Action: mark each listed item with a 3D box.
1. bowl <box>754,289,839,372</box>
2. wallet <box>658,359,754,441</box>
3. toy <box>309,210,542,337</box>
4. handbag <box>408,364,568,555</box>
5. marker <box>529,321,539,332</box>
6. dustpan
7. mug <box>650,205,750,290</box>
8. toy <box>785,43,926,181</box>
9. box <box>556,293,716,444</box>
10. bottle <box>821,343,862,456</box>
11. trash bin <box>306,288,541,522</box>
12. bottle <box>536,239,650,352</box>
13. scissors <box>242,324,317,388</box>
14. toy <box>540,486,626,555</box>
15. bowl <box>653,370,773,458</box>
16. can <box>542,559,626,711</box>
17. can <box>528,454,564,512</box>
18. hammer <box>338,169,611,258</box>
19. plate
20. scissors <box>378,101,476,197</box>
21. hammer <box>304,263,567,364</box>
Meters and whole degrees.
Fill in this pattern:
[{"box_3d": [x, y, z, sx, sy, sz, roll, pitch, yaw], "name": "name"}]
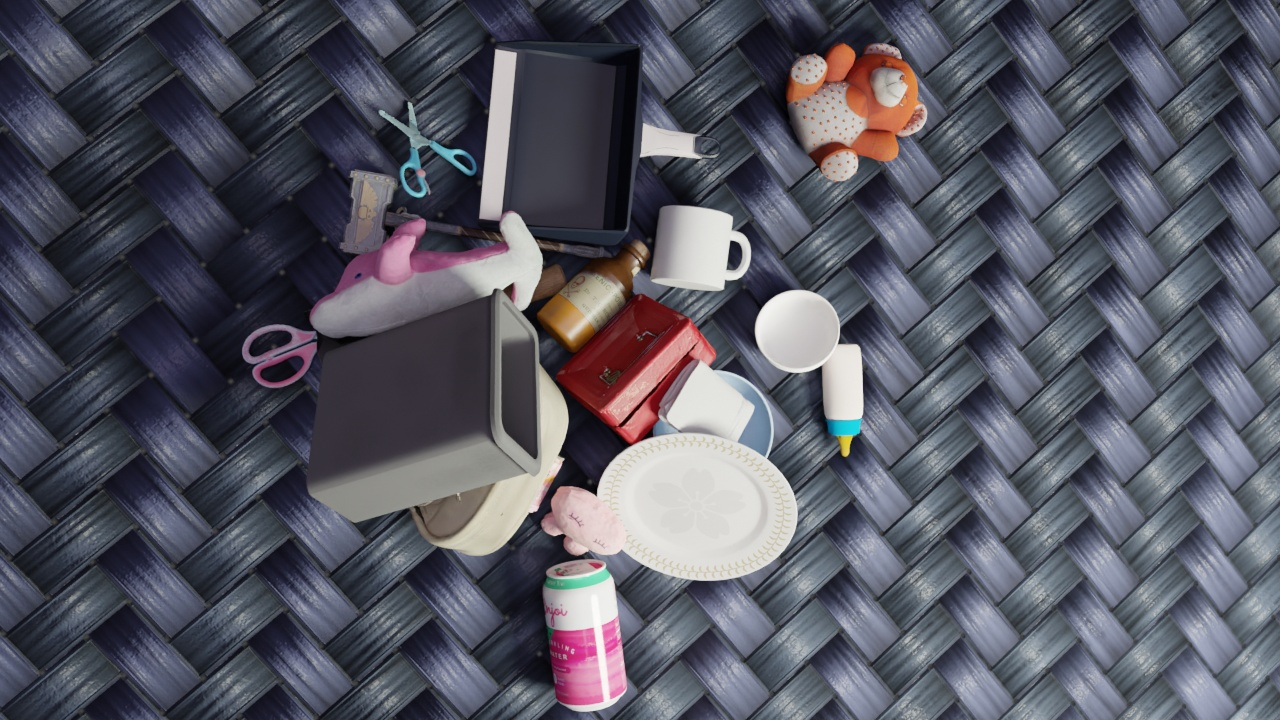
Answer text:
[{"box_3d": [0.200, -0.034, 1.170, 0.105, 0.054, 0.104, -2, 81, 9], "name": "bowl"}, {"box_3d": [0.077, 0.058, 1.080, 0.116, 0.032, 0.086, 42, 80, -32], "name": "wallet"}, {"box_3d": [-0.247, -0.102, 1.045, 0.265, 0.187, 0.127, -16, 54, -11], "name": "toy"}, {"box_3d": [-0.192, 0.090, 1.049, 0.229, 0.132, 0.184, -47, 60, 0], "name": "handbag"}, {"box_3d": [-0.168, 0.018, 1.135, 0.019, 0.019, 0.145, 29, 86, -9], "name": "marker"}, {"box_3d": [-0.045, -0.264, 1.104, 0.273, 0.080, 0.236, 6, 84, -14], "name": "dustpan"}, {"box_3d": [0.078, -0.136, 1.137, 0.121, 0.091, 0.090, 8, 90, -9], "name": "mug"}, {"box_3d": [0.279, -0.327, 1.168, 0.172, 0.093, 0.164, -26, 94, -10], "name": "toy"}, {"box_3d": [-0.008, 0.005, 1.096, 0.158, 0.129, 0.087, -47, 125, -7], "name": "box"}, {"box_3d": [0.263, 0.052, 1.193, 0.051, 0.051, 0.146, -3, 92, -10], "name": "bottle"}, {"box_3d": [-0.224, 0.050, 0.966, 0.220, 0.097, 0.191, -17, 53, 15], "name": "trash bin"}, {"box_3d": [-0.050, -0.086, 1.122, 0.068, 0.068, 0.156, 46, 79, -8], "name": "bottle"}, {"box_3d": [-0.387, -0.028, 1.100, 0.174, 0.017, 0.076, -25, 96, -8], "name": "scissors"}, {"box_3d": [-0.073, 0.201, 1.121, 0.108, 0.105, 0.053, 40, 48, -12], "name": "toy"}, {"box_3d": [0.084, 0.085, 1.151, 0.150, 0.075, 0.150, 0, 91, -9], "name": "bowl"}, {"box_3d": [-0.069, 0.335, 1.123, 0.088, 0.088, 0.166, -7, 92, -10], "name": "can"}, {"box_3d": [-0.139, 0.138, 1.118, 0.067, 0.067, 0.076, 29, 85, -9], "name": "can"}, {"box_3d": [-0.194, -0.154, 1.119, 0.322, 0.044, 0.098, 8, 90, -12], "name": "hammer"}, {"box_3d": [0.068, 0.178, 1.115, 0.242, 0.016, 0.243, 5, 126, 7], "name": "plate"}, {"box_3d": [-0.251, -0.253, 1.104, 0.125, 0.015, 0.136, -1, 72, -32], "name": "scissors"}, {"box_3d": [-0.233, -0.046, 1.112, 0.305, 0.040, 0.132, -20, 97, -11], "name": "hammer"}]
